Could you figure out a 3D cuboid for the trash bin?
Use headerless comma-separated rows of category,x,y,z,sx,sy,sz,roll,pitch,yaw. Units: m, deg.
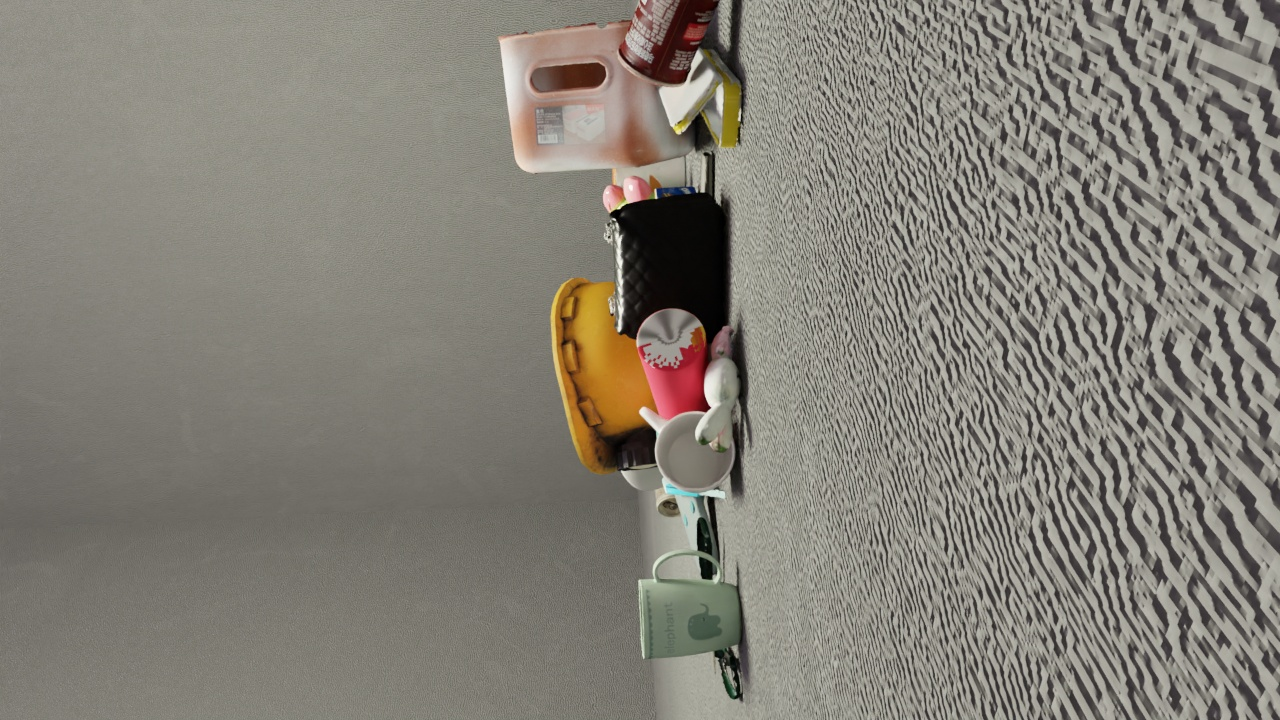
trash bin,-0.039,-0.314,1.106,0.259,0.182,0.157,-47,-46,-67

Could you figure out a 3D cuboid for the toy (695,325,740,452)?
toy,0.079,0.028,0.889,0.079,0.038,0.122,28,-112,-77

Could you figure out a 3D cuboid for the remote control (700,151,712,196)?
remote control,0.076,-0.168,1.053,0.033,0.013,0.137,-101,10,-67

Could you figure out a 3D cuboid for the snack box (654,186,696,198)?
snack box,0.050,-0.122,1.211,0.056,0.057,0.207,-94,2,-64

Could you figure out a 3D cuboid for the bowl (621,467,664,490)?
bowl,0.031,0.104,1.359,0.176,0.066,0.176,13,-105,-57

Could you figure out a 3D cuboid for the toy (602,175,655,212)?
toy,0.024,-0.152,1.324,0.237,0.096,0.192,68,162,-11

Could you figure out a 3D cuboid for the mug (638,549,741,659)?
mug,0.051,0.257,0.975,0.084,0.104,0.111,-157,64,-88

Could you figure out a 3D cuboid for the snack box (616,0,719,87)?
snack box,0.032,-0.320,0.835,0.072,0.072,0.122,-95,24,-46

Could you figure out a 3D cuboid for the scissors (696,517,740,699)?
scissors,0.087,0.289,1.065,0.202,0.015,0.203,-155,59,-82

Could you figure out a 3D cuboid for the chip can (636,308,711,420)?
chip can,0.043,0.021,0.981,0.221,0.069,0.069,72,-167,-66

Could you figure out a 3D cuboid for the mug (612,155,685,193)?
mug,0.011,-0.280,1.371,0.082,0.105,0.082,173,95,-88

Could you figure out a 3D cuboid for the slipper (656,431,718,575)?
slipper,0.070,0.150,1.208,0.098,0.054,0.268,97,159,-52

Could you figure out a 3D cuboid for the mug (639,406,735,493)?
mug,0.045,0.090,0.967,0.081,0.114,0.088,-49,-11,-7

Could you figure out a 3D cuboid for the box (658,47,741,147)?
box,0.061,-0.266,0.904,0.209,0.070,0.067,-96,26,-62

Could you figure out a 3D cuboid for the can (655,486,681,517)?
can,0.049,0.193,1.536,0.135,0.054,0.054,-95,4,-47

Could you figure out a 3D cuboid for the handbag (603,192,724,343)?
handbag,0.025,-0.104,0.994,0.114,0.125,0.154,-98,5,-67

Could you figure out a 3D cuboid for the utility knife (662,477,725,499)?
utility knife,0.066,0.155,1.119,0.177,0.015,0.022,164,93,-69

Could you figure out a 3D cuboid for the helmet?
helmet,-0.007,0.007,1.148,0.205,0.131,0.255,16,-116,-63
